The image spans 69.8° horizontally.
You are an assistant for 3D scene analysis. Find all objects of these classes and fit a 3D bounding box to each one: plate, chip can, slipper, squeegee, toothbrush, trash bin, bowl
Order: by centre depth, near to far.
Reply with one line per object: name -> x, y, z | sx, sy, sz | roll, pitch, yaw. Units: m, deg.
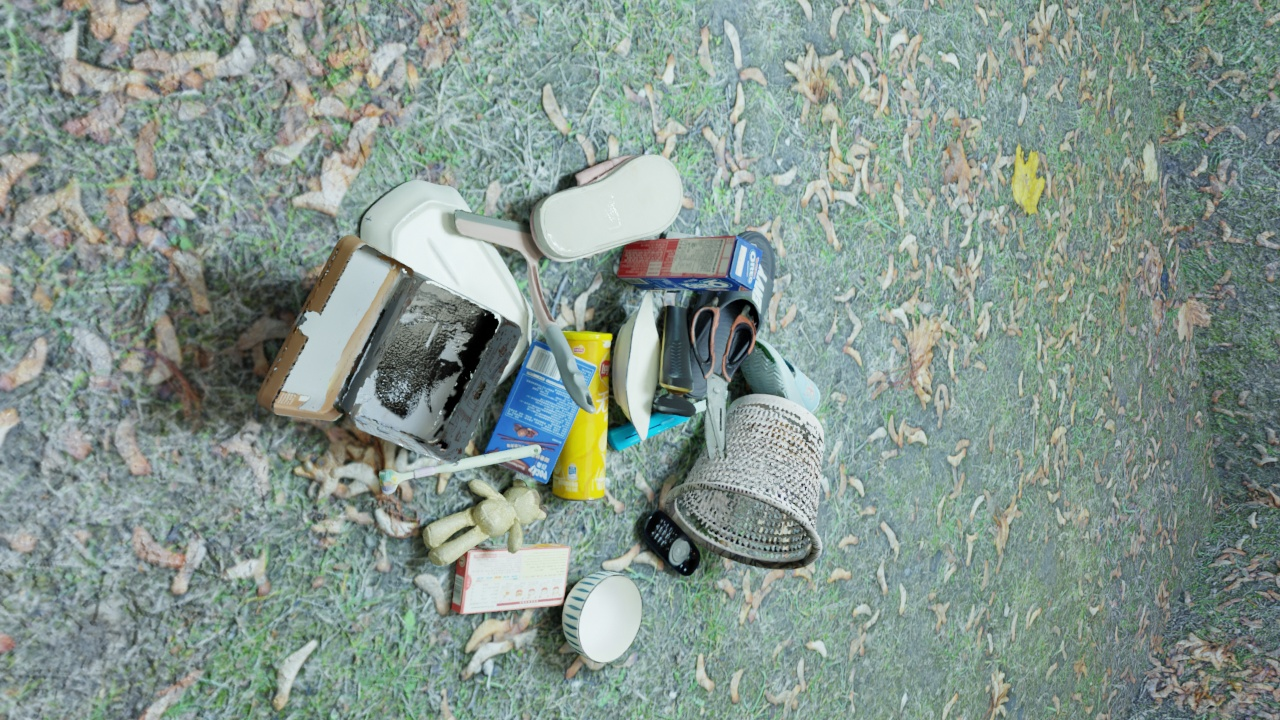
plate -> -0.212, -0.081, 1.060 | 0.161, 0.034, 0.266 | -46, 122, -29
toothbrush -> -0.205, 0.121, 1.061 | 0.189, 0.020, 0.029 | -10, 101, -24
squeegee -> -0.105, -0.046, 1.089 | 0.247, 0.040, 0.249 | 4, 61, -53
chip can -> -0.076, 0.069, 1.174 | 0.072, 0.072, 0.213 | -1, 96, -42
slipper -> -0.043, -0.196, 1.184 | 0.273, 0.055, 0.114 | -32, 107, -42
plate -> -0.007, 0.007, 1.214 | 0.164, 0.034, 0.163 | 77, 21, -52
bowl -> -0.060, 0.334, 1.214 | 0.116, 0.066, 0.116 | -5, 97, -45
trash bin -> 0.172, 0.165, 1.328 | 0.227, 0.228, 0.191 | 49, 50, -34
slipper -> 0.138, -0.061, 1.332 | 0.110, 0.083, 0.268 | 36, 78, -36
slipper -> 0.234, 0.057, 1.410 | 0.074, 0.104, 0.245 | -41, 127, -11

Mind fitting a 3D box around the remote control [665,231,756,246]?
remote control -> 0.098, -0.147, 1.289 | 0.135, 0.019, 0.056 | 8, 62, -9

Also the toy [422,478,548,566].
toy -> -0.186, 0.195, 1.096 | 0.156, 0.066, 0.105 | -22, 64, -38

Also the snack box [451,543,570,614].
snack box -> -0.159, 0.270, 1.146 | 0.155, 0.027, 0.077 | 8, 88, -42

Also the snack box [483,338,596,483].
snack box -> -0.122, 0.061, 1.115 | 0.084, 0.026, 0.157 | 24, 91, -10

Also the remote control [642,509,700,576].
remote control -> 0.042, 0.263, 1.328 | 0.136, 0.024, 0.053 | 51, 62, -34

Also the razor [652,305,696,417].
razor -> 0.047, -0.001, 1.279 | 0.062, 0.068, 0.167 | 8, 70, -18

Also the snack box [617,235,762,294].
snack box -> 0.060, -0.123, 1.185 | 0.057, 0.208, 0.058 | 22, 79, -40

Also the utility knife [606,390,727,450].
utility knife -> 0.043, 0.080, 1.302 | 0.215, 0.018, 0.034 | -19, 109, -33

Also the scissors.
scissors -> 0.118, 0.024, 1.256 | 0.196, 0.205, 0.015 | -37, 166, -2

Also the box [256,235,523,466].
box -> -0.256, -0.009, 0.942 | 0.273, 0.125, 0.179 | 28, 89, -55
